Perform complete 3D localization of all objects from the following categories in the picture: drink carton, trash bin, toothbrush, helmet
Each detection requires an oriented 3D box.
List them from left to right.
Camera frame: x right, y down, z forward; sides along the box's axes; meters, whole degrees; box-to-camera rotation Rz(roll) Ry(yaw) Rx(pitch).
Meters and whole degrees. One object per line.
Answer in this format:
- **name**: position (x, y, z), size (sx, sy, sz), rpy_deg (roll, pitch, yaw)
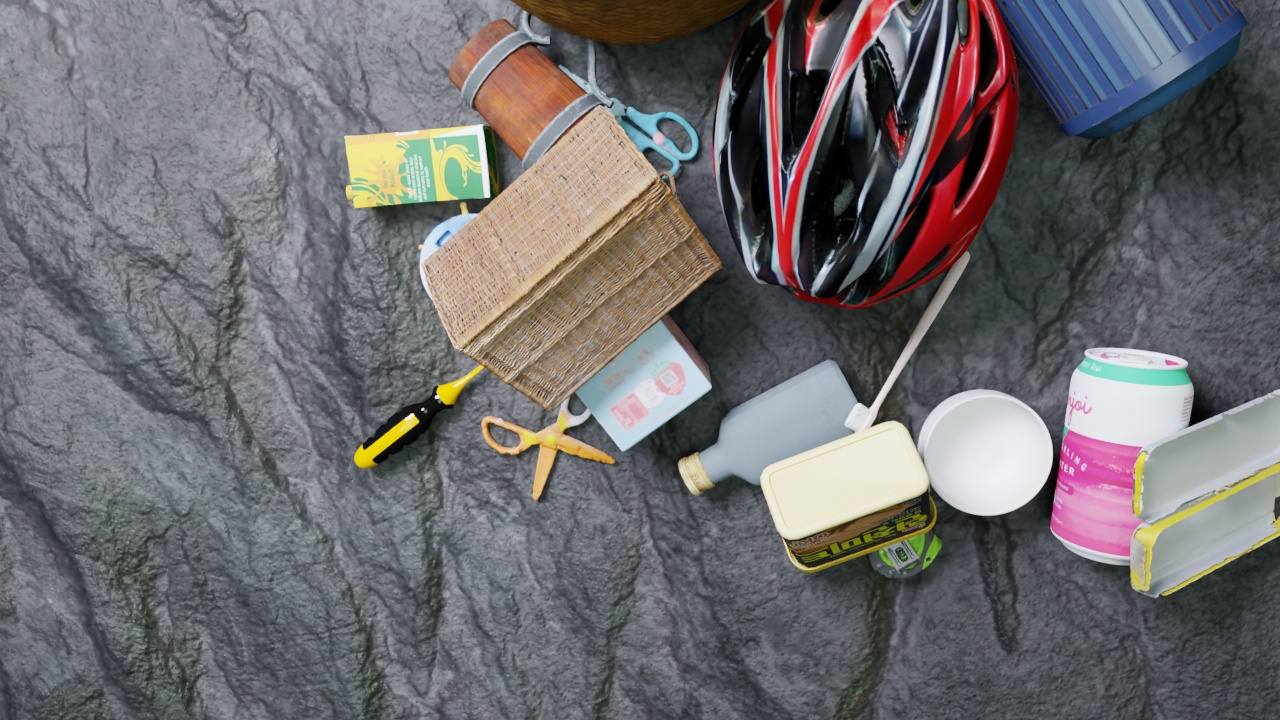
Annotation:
- **drink carton**: position (-0.184, -0.162, 0.768), size (0.122, 0.041, 0.058), rpy_deg (-4, 101, 4)
- **toothbrush**: position (-0.177, 0.034, 0.816), size (0.197, 0.031, 0.031), rpy_deg (-37, 92, 7)
- **helmet**: position (0.150, -0.172, 0.665), size (0.218, 0.166, 0.272), rpy_deg (16, 107, 34)
- **toothbrush**: position (0.223, -0.017, 0.759), size (0.018, 0.016, 0.181), rpy_deg (34, 84, -11)
- **trash bin**: position (0.299, -0.288, 0.645), size (0.139, 0.139, 0.249), rpy_deg (-35, 92, 10)

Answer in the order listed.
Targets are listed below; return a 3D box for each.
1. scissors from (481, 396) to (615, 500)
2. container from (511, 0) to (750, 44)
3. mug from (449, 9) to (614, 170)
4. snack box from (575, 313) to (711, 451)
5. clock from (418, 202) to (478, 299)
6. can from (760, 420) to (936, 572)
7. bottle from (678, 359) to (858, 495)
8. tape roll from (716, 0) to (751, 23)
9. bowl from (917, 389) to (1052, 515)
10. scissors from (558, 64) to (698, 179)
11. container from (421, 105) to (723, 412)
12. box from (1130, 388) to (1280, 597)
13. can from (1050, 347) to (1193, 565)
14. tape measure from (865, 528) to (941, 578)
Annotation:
- **scissors**: position (-0.080, 0.067, 0.824), size (0.125, 0.011, 0.128), rpy_deg (20, 103, 0)
- **container**: position (-0.006, -0.370, 0.615), size (0.307, 0.196, 0.307), rpy_deg (0, 88, 2)
- **mug**: position (-0.077, -0.220, 0.731), size (0.117, 0.081, 0.111), rpy_deg (-45, 92, 7)
- **snack box**: position (-0.005, 0.004, 0.771), size (0.093, 0.079, 0.095), rpy_deg (-37, 99, 10)
- **clock**: position (-0.127, -0.069, 0.778), size (0.089, 0.052, 0.125), rpy_deg (-42, 96, 10)
- **can**: position (0.172, 0.113, 0.759), size (0.131, 0.101, 0.072), rpy_deg (-22, 60, 8)
- **bottle**: position (0.110, 0.066, 0.792), size (0.161, 0.046, 0.072), rpy_deg (-28, 99, 9)
- **tape roll**: position (0.052, -0.317, 0.731), size (0.093, 0.016, 0.091), rpy_deg (-4, 101, 5)
- **bowl**: position (0.287, 0.074, 0.778), size (0.105, 0.054, 0.105), rpy_deg (1, 100, 4)
- **scissors**: position (-0.015, -0.203, 0.765), size (0.137, 0.015, 0.056), rpy_deg (37, 100, 2)
- **container**: position (-0.051, -0.072, 0.692), size (0.198, 0.113, 0.112), rpy_deg (-39, 135, 7)
- **box**: position (0.465, 0.102, 0.735), size (0.209, 0.023, 0.127), rpy_deg (-14, 103, -25)
- **can**: position (0.394, 0.078, 0.753), size (0.088, 0.088, 0.166), rpy_deg (3, 102, 3)
- **tape measure**: position (0.230, 0.161, 0.809), size (0.066, 0.035, 0.058), rpy_deg (-37, 98, 10)
